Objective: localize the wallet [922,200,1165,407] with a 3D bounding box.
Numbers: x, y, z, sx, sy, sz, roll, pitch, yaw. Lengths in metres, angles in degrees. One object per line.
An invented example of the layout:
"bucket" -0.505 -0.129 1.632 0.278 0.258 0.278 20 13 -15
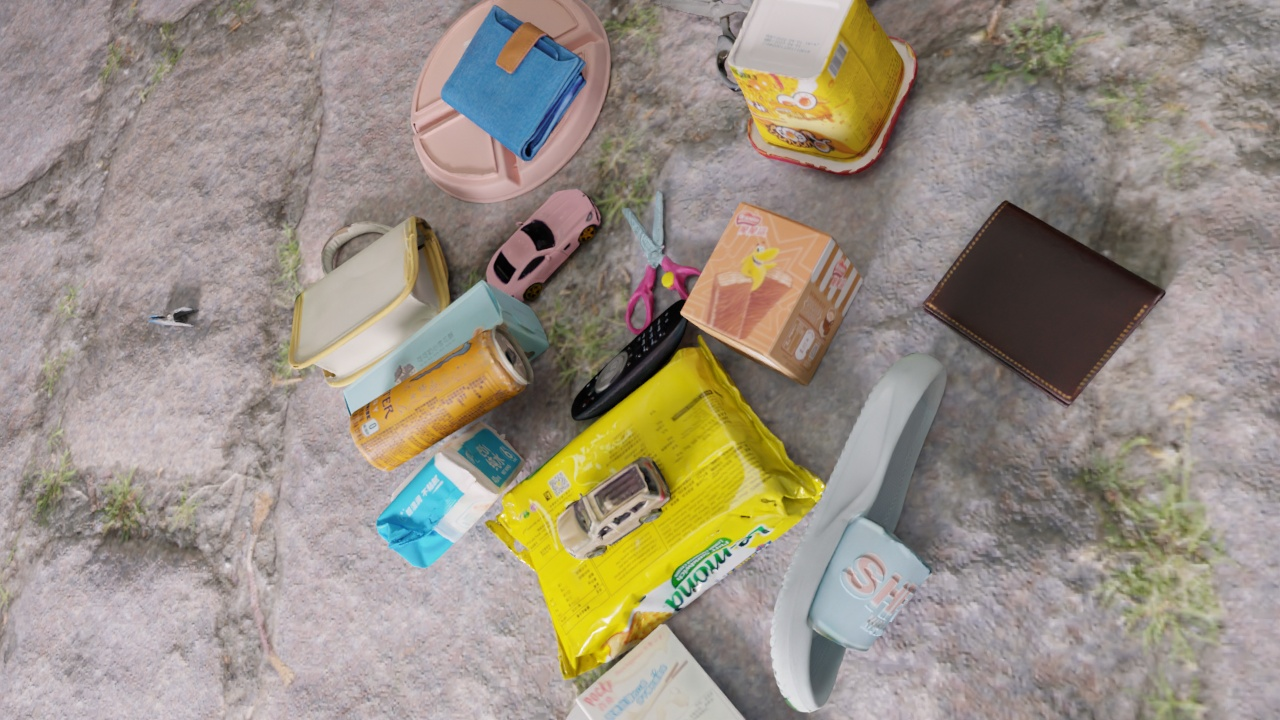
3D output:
"wallet" 0.269 -0.041 0.625 0.122 0.020 0.096 41 101 29

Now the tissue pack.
"tissue pack" -0.153 0.105 0.744 0.063 0.140 0.090 43 98 -2

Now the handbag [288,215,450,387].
"handbag" -0.264 -0.076 0.899 0.164 0.063 0.178 -30 49 17

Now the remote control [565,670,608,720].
"remote control" 0.007 0.297 0.664 0.150 0.021 0.058 43 97 31

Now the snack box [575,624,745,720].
"snack box" 0.034 0.271 0.637 0.084 0.027 0.157 -38 58 -13

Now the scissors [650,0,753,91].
"scissors" 0.070 -0.300 0.793 0.160 0.014 0.173 -12 75 39

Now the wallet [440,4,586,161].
"wallet" -0.119 -0.258 0.848 0.133 0.040 0.106 40 100 29

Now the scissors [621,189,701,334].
"scissors" 0.007 -0.080 0.777 0.105 0.017 0.136 -42 57 17

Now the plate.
"plate" -0.135 -0.265 0.896 0.230 0.028 0.229 -8 72 26

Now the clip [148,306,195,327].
"clip" -0.531 -0.047 1.044 0.057 0.024 0.029 -6 77 20

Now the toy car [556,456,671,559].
"toy car" -0.023 0.105 0.648 0.091 0.035 0.042 -37 60 18

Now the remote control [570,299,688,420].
"remote control" -0.004 0.004 0.739 0.137 0.024 0.053 -42 23 22

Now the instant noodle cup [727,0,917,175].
"instant noodle cup" 0.130 -0.216 0.686 0.116 0.123 0.116 22 87 31

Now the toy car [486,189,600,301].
"toy car" -0.090 -0.104 0.821 0.122 0.037 0.056 -45 62 8

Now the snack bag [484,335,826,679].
"snack bag" 0.000 0.108 0.695 0.247 0.068 0.158 -40 61 13

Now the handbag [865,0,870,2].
"handbag" 0.110 -0.358 0.701 0.076 0.193 0.134 -52 55 10

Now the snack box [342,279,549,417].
"snack box" -0.172 0.007 0.809 0.175 0.074 0.051 -36 62 14

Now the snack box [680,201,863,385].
"snack box" 0.098 -0.047 0.672 0.077 0.092 0.094 28 90 31

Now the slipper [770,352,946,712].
"slipper" 0.157 0.113 0.596 0.074 0.104 0.245 19 79 28

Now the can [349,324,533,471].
"can" -0.162 0.031 0.744 0.146 0.058 0.058 -31 63 9
